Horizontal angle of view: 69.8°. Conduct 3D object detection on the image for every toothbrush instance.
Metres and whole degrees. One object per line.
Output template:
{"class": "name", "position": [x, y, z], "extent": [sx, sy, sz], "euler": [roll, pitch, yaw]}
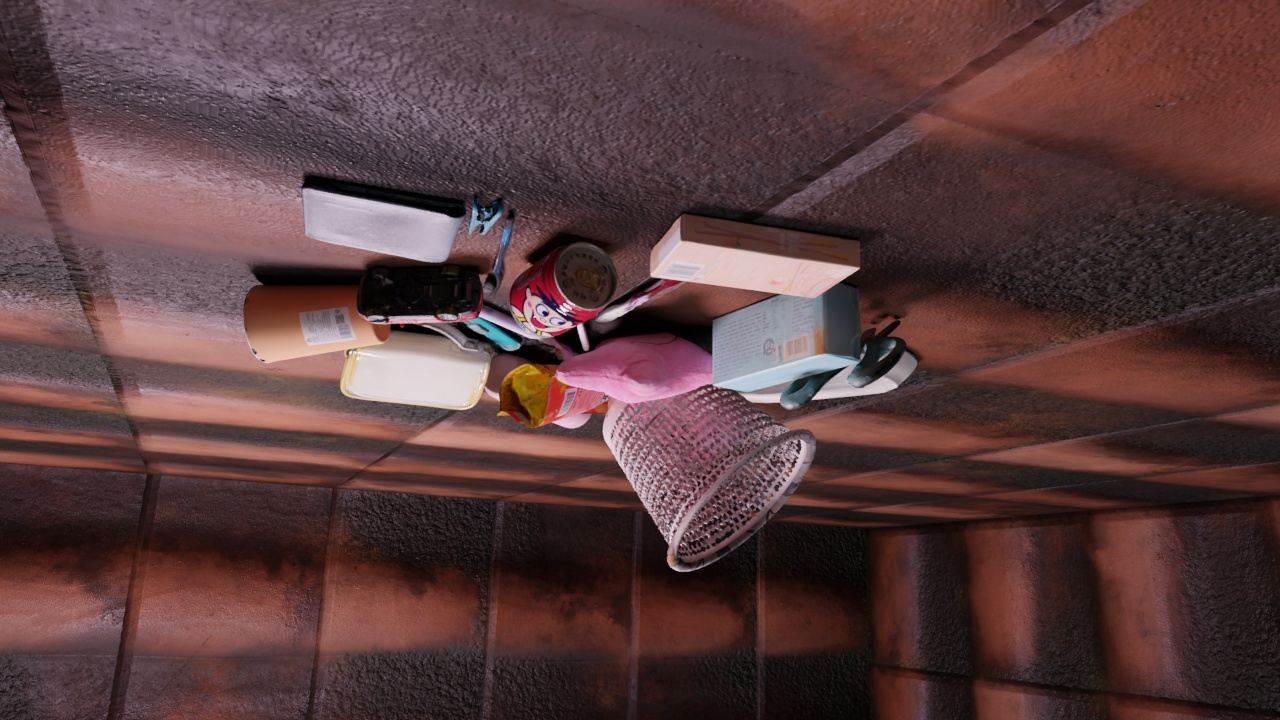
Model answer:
{"class": "toothbrush", "position": [-0.061, -0.039, 0.992], "extent": [0.016, 0.016, 0.180], "euler": [-4, 165, -2]}
{"class": "toothbrush", "position": [-0.133, -0.033, 1.017], "extent": [0.021, 0.029, 0.189], "euler": [-45, 149, 10]}
{"class": "toothbrush", "position": [-0.004, -0.063, 0.895], "extent": [0.016, 0.017, 0.188], "euler": [5, 168, -25]}
{"class": "toothbrush", "position": [-0.126, -0.090, 0.808], "extent": [0.016, 0.014, 0.190], "euler": [28, 161, -5]}

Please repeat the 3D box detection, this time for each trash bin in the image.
{"class": "trash bin", "position": [0.067, 0.110, 1.114], "extent": [0.227, 0.192, 0.228], "euler": [-31, 149, -22]}

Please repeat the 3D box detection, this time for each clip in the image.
{"class": "clip", "position": [-0.124, -0.112, 0.720], "extent": [0.048, 0.014, 0.057], "euler": [5, 166, -20]}

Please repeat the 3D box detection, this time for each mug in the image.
{"class": "mug", "position": [-0.316, -0.041, 0.907], "extent": [0.123, 0.078, 0.078], "euler": [-5, 165, 5]}

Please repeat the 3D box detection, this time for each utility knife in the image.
{"class": "utility knife", "position": [-0.178, -0.039, 1.008], "extent": [0.029, 0.013, 0.209], "euler": [-3, 165, 16]}

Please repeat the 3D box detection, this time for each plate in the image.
{"class": "plate", "position": [0.209, 0.022, 1.150], "extent": [0.266, 0.034, 0.162], "euler": [-6, 163, 29]}

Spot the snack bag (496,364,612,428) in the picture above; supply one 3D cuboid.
{"class": "snack bag", "position": [-0.069, 0.038, 1.126], "extent": [0.129, 0.073, 0.207], "euler": [-35, 161, 35]}

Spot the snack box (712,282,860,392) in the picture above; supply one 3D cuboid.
{"class": "snack box", "position": [0.141, -0.021, 0.916], "extent": [0.051, 0.074, 0.175], "euler": [11, 163, -32]}

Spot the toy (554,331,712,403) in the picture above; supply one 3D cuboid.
{"class": "toy", "position": [-0.006, 0.006, 1.015], "extent": [0.194, 0.074, 0.179], "euler": [-5, -169, -37]}

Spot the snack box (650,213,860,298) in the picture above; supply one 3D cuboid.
{"class": "snack box", "position": [0.094, -0.085, 0.769], "extent": [0.157, 0.026, 0.085], "euler": [6, 165, -15]}

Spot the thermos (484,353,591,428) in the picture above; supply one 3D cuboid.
{"class": "thermos", "position": [-0.124, 0.038, 1.201], "extent": [0.087, 0.067, 0.198], "euler": [-12, 160, 20]}

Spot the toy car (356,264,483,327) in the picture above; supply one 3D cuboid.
{"class": "toy car", "position": [-0.205, -0.058, 0.860], "extent": [0.120, 0.052, 0.045], "euler": [1, 163, 6]}

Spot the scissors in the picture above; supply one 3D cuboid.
{"class": "scissors", "position": [0.223, -0.005, 0.902], "extent": [0.177, 0.019, 0.170], "euler": [-33, -173, -27]}

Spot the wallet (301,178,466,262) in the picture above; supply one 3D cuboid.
{"class": "wallet", "position": [-0.206, -0.111, 0.730], "extent": [0.120, 0.019, 0.097], "euler": [8, 162, -17]}

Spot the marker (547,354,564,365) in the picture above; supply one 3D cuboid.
{"class": "marker", "position": [-0.081, 0.016, 1.199], "extent": [0.023, 0.018, 0.130], "euler": [15, 173, 30]}

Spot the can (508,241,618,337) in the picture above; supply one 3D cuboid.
{"class": "can", "position": [-0.067, -0.061, 0.802], "extent": [0.066, 0.066, 0.094], "euler": [10, 163, -29]}

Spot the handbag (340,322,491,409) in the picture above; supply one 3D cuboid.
{"class": "handbag", "position": [-0.255, -0.012, 1.060], "extent": [0.163, 0.063, 0.179], "euler": [7, 150, -20]}
